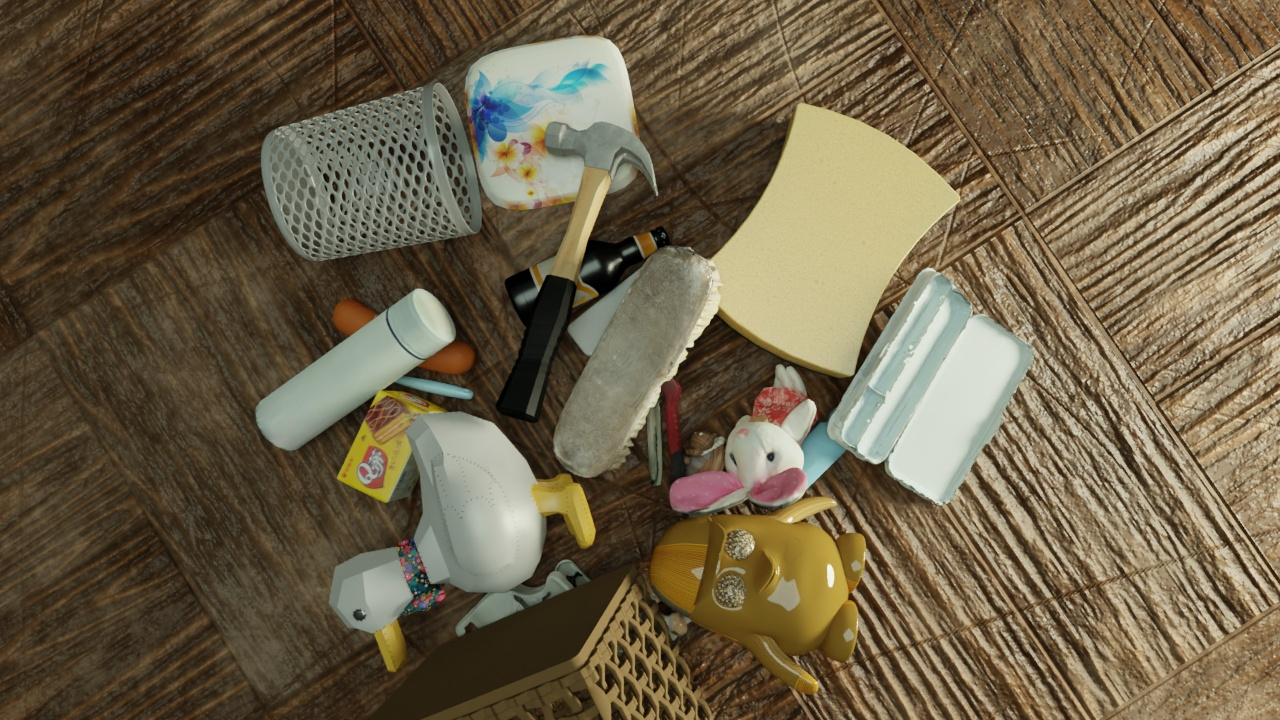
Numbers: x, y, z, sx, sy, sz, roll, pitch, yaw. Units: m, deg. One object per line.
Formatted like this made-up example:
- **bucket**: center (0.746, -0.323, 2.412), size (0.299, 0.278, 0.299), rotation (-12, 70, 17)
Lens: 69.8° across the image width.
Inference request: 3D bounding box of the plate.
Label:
- **plate**: center (-0.099, -0.269, 1.027), size (0.187, 0.016, 0.187), rotation (-10, 87, 1)

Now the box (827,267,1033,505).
- **box**: center (0.308, 0.030, 0.975), size (0.192, 0.061, 0.210), rotation (30, 89, -27)

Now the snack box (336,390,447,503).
- **snack box**: center (-0.262, 0.090, 0.982), size (0.061, 0.083, 0.105), rotation (25, 89, 4)

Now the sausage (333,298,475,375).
- **sausage**: center (-0.261, -0.023, 1.009), size (0.164, 0.039, 0.044), rotation (21, 91, 3)

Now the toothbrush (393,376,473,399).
- **toothbrush**: center (-0.260, 0.022, 1.019), size (0.155, 0.022, 0.016), rotation (13, 130, 2)

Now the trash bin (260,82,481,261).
- **trash bin**: center (-0.279, -0.191, 0.962), size (0.183, 0.156, 0.156), rotation (-12, 87, 4)

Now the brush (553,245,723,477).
- **brush**: center (-0.006, 0.005, 0.951), size (0.083, 0.056, 0.272), rotation (34, 107, 14)

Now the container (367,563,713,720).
- **container**: center (-0.084, 0.363, 0.849), size (0.252, 0.219, 0.214), rotation (-26, 92, 15)

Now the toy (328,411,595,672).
- **toy**: center (-0.186, 0.174, 0.930), size (0.267, 0.141, 0.246), rotation (-12, 94, -11)

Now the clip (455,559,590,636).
- **clip**: center (-0.111, 0.284, 0.985), size (0.124, 0.074, 0.144), rotation (43, 95, 1)

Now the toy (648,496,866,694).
- **toy**: center (0.111, 0.217, 0.924), size (0.203, 0.163, 0.198), rotation (13, 66, 0)

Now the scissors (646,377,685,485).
- **scissors**: center (0.027, 0.038, 0.995), size (0.146, 0.015, 0.188), rotation (31, 105, 39)

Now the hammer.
- **hammer**: center (-0.076, -0.096, 0.947), size (0.131, 0.039, 0.327), rotation (14, 75, 12)

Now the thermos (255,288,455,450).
- **thermos**: center (-0.301, 0.011, 0.967), size (0.230, 0.067, 0.068), rotation (-33, 87, 16)

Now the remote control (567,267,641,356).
- **remote control**: center (-0.013, -0.064, 1.015), size (0.146, 0.008, 0.045), rotation (-38, 74, 0)

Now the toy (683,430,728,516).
- **toy**: center (0.067, 0.120, 0.993), size (0.055, 0.042, 0.101), rotation (28, 81, -16)

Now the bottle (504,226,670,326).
- **bottle**: center (-0.054, -0.099, 0.996), size (0.181, 0.059, 0.059), rotation (-25, 87, 0)

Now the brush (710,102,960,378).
- **brush**: center (0.192, -0.125, 0.982), size (0.195, 0.075, 0.250), rotation (32, 89, 3)

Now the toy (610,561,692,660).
- **toy**: center (0.005, 0.284, 0.980), size (0.085, 0.074, 0.106), rotation (41, 93, -10)

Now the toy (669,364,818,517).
- **toy**: center (0.129, 0.085, 0.940), size (0.084, 0.159, 0.193), rotation (54, 50, -25)

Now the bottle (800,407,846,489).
- **bottle**: center (0.198, 0.092, 0.990), size (0.130, 0.040, 0.040), rotation (-44, 87, -1)
